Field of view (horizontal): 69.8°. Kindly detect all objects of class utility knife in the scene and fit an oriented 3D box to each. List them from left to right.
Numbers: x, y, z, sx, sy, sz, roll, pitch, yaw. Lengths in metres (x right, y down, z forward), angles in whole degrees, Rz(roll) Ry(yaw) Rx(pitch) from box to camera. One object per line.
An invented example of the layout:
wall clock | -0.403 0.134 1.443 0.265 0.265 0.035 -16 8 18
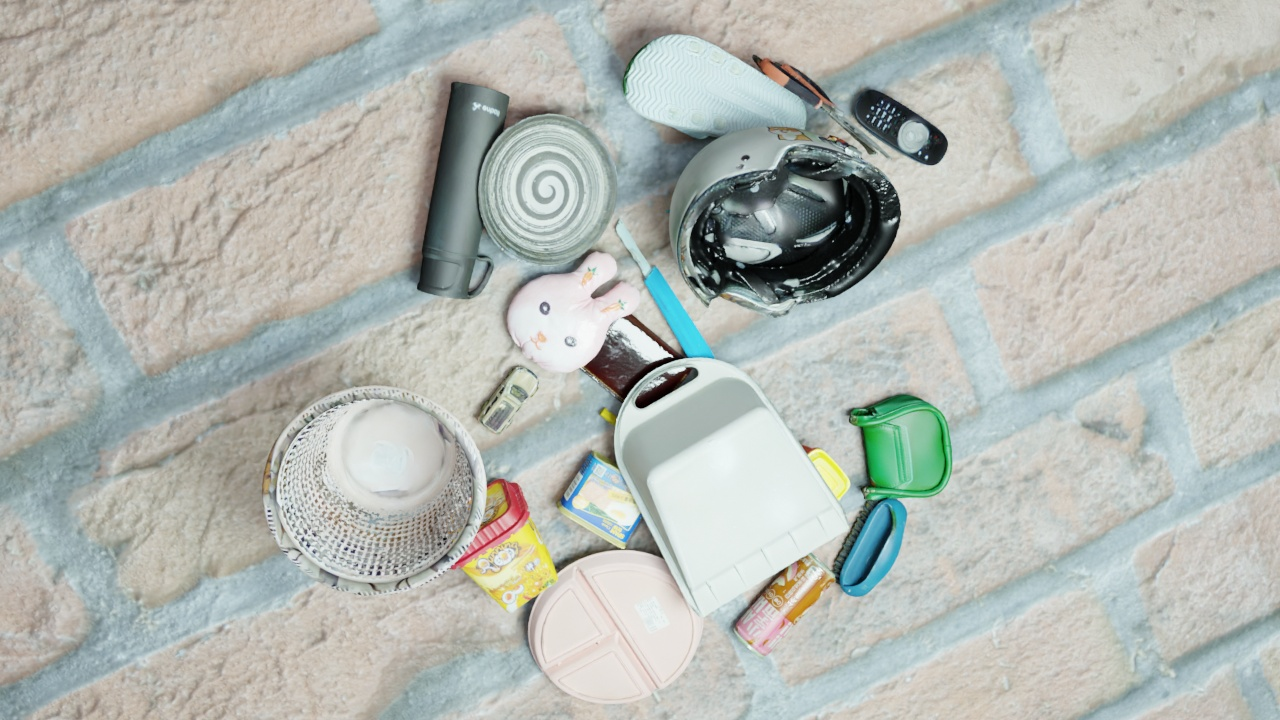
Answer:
utility knife | 0.029 -0.082 1.149 0.034 0.018 0.216 -40 103 -36

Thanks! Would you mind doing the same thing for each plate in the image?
plate | -0.111 -0.201 1.090 0.179 0.024 0.179 -9 110 -27
plate | -0.029 0.350 1.182 0.229 0.028 0.230 -2 109 -7

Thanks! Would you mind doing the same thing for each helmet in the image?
helmet | 0.150 -0.179 1.077 0.273 0.156 0.231 -4 135 -25

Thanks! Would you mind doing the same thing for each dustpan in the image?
dustpan | 0.092 0.134 1.131 0.222 0.142 0.258 -30 114 -4

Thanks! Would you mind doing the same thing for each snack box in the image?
snack box | 0.208 0.156 1.182 0.091 0.080 0.082 -43 103 -1

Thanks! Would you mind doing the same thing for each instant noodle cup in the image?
instant noodle cup | -0.169 0.231 1.127 0.116 0.116 0.124 -33 113 -3

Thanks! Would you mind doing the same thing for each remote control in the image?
remote control | 0.327 -0.294 1.161 0.136 0.024 0.053 28 92 -13

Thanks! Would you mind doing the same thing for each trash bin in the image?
trash bin | -0.290 0.125 1.043 0.227 0.192 0.227 -1 99 -9

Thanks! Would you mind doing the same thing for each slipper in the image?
slipper | 0.090 -0.313 1.101 0.245 0.074 0.104 12 95 -26

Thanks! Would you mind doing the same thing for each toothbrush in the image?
toothbrush | 0.026 0.118 1.182 0.190 0.016 0.016 36 87 -12

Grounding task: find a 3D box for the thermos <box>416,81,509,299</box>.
thermos | -0.202 -0.195 1.081 0.089 0.068 0.242 5 101 -42

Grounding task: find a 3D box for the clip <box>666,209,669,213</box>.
clip | 0.061 -0.186 1.142 0.055 0.013 0.038 24 95 -12

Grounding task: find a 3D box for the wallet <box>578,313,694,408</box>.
wallet | -0.007 0.007 1.159 0.122 0.020 0.096 40 95 -13

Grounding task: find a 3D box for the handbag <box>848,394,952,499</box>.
handbag | 0.340 0.116 1.203 0.120 0.068 0.131 -12 100 -6

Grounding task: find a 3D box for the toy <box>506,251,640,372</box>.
toy | -0.082 -0.061 1.117 0.159 0.054 0.121 -40 92 -2

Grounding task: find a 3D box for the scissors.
scissors | 0.205 -0.295 1.056 0.204 0.202 0.015 30 117 -7

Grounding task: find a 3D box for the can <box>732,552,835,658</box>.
can | 0.191 0.322 1.216 0.058 0.058 0.147 41 90 -12

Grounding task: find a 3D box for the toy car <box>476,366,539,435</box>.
toy car | -0.162 0.049 1.133 0.042 0.035 0.090 38 89 -13

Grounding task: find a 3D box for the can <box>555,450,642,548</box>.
can | -0.042 0.175 1.160 0.102 0.057 0.083 33 90 -12

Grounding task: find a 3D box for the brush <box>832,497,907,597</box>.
brush | 0.311 0.250 1.216 0.055 0.073 0.144 25 94 -18
